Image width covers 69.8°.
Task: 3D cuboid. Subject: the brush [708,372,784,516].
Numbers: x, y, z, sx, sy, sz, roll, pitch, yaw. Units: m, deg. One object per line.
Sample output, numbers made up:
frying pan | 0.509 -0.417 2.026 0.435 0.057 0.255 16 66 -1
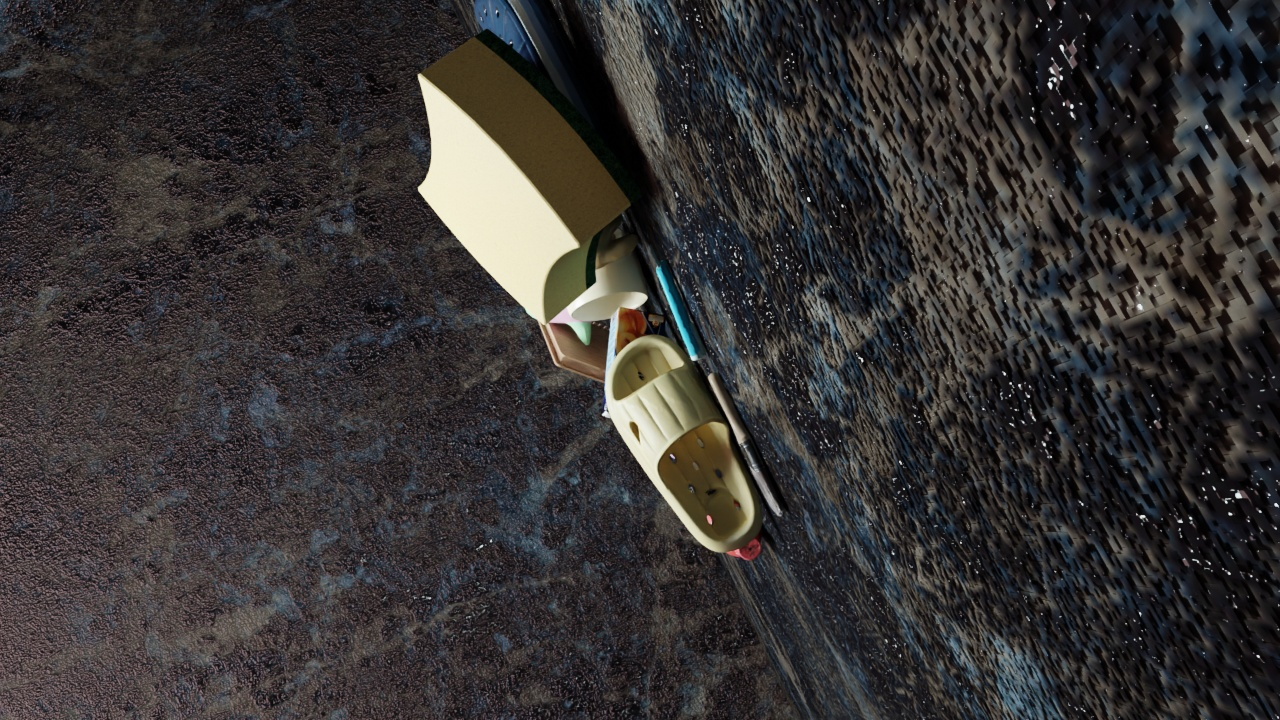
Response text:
brush | 0.101 0.080 0.883 0.039 0.012 0.151 83 161 -82

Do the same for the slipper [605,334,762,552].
slipper | 0.047 0.092 1.010 0.261 0.111 0.079 60 179 6

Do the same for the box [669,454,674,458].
box | 0.071 0.101 1.429 0.086 0.106 0.230 -52 -51 -43

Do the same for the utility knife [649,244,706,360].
utility knife | 0.036 -0.056 0.889 0.124 0.015 0.022 67 -153 -12

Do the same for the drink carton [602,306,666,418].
drink carton | -0.007 0.006 1.096 0.040 0.064 0.130 129 148 -66

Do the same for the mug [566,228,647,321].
mug | -0.042 -0.110 1.112 0.120 0.096 0.099 1 -110 -48

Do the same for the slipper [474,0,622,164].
slipper | -0.104 -0.264 0.873 0.252 0.095 0.105 60 178 18

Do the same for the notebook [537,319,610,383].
notebook | -0.039 -0.006 1.280 0.210 0.022 0.169 21 -160 -26

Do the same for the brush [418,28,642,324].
brush | -0.114 -0.158 0.858 0.195 0.075 0.251 47 160 2

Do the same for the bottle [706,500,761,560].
bottle | 0.124 0.218 1.173 0.137 0.062 0.062 -127 12 -80

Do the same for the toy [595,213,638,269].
toy | -0.062 -0.152 1.005 0.134 0.105 0.108 17 147 56

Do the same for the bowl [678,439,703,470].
bowl | 0.062 0.088 1.134 0.113 0.063 0.113 153 91 -87

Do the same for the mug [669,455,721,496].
mug | 0.074 0.152 1.329 0.071 0.077 0.105 70 174 -64

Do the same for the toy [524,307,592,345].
toy | -0.094 -0.145 1.207 0.171 0.222 0.120 20 -169 29
